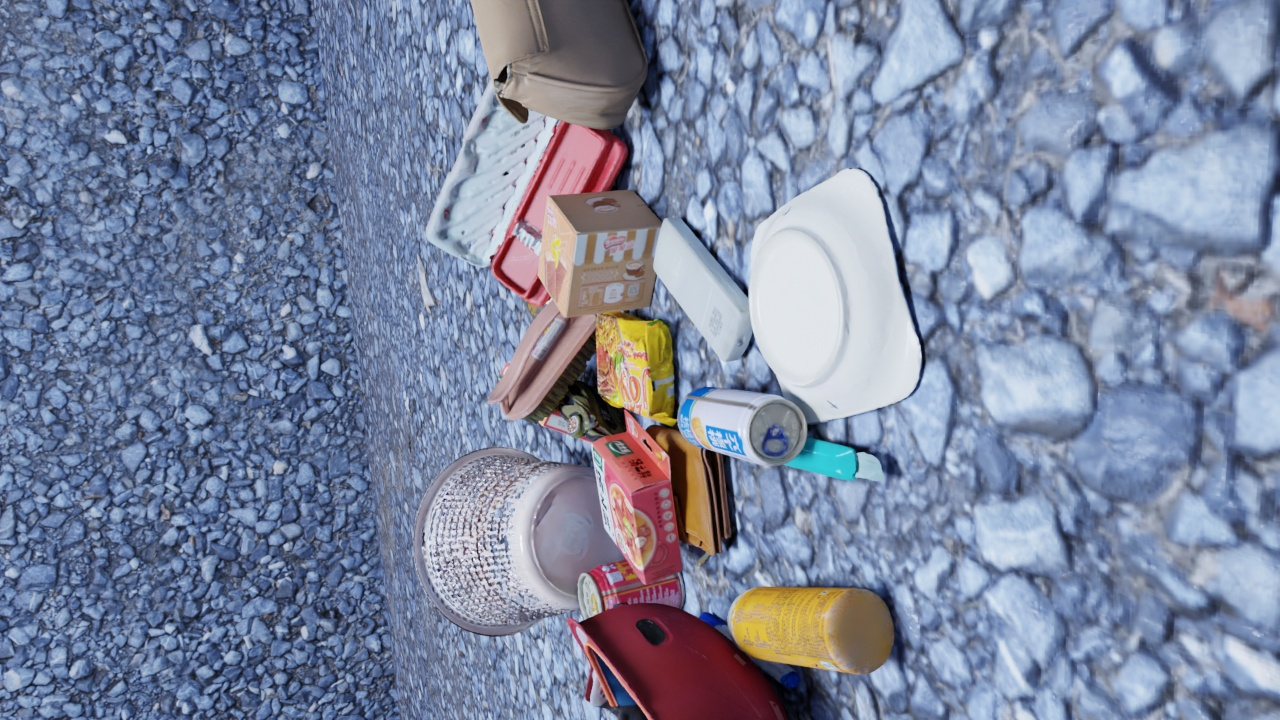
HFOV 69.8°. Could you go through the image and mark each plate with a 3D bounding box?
[{"bbox_3d":[0.121,-0.038,0.649,0.165,0.034,0.163,-29,72,62],"label":"plate"}]

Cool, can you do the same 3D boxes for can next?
[{"bbox_3d":[0.124,0.200,0.691,0.146,0.058,0.058,-28,72,64],"label":"can"},{"bbox_3d":[-0.011,0.237,0.941,0.066,0.093,0.066,32,126,58],"label":"can"},{"bbox_3d":[0.078,0.050,0.727,0.135,0.053,0.053,-176,78,-71],"label":"can"}]

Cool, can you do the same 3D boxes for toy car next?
[{"bbox_3d":[-0.062,0.051,1.019,0.042,0.070,0.158,-59,39,11],"label":"toy car"}]

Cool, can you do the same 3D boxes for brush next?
[{"bbox_3d":[-0.102,0.001,0.985,0.145,0.073,0.063,-53,39,0],"label":"brush"}]

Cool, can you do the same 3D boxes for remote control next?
[{"bbox_3d":[0.053,-0.064,0.794,0.150,0.021,0.058,57,145,41],"label":"remote control"}]

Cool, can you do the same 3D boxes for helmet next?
[{"bbox_3d":[0.044,0.300,0.775,0.207,0.143,0.240,-8,103,69],"label":"helmet"}]

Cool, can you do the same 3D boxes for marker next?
[{"bbox_3d":[0.094,0.257,0.820,0.146,0.016,0.017,12,109,63],"label":"marker"}]

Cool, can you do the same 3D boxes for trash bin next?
[{"bbox_3d":[-0.116,0.202,1.044,0.193,0.227,0.227,-17,83,52],"label":"trash bin"}]

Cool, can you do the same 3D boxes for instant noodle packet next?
[{"bbox_3d":[-0.005,0.005,0.917,0.128,0.044,0.111,20,120,61],"label":"instant noodle packet"}]

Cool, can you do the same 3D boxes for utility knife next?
[{"bbox_3d":[0.128,0.072,0.690,0.178,0.013,0.029,-175,85,-68],"label":"utility knife"}]

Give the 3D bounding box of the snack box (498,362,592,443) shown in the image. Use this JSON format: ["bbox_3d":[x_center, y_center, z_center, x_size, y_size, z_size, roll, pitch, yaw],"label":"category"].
[{"bbox_3d":[-0.111,0.050,1.107,0.027,0.077,0.156,-63,34,6],"label":"snack box"}]

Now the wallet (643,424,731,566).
[{"bbox_3d":[0.044,0.125,0.870,0.131,0.035,0.119,-175,80,-67],"label":"wallet"}]

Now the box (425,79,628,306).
[{"bbox_3d":[-0.119,-0.171,0.939,0.201,0.160,0.049,-59,0,26],"label":"box"}]

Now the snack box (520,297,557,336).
[{"bbox_3d":[-0.097,-0.092,1.074,0.125,0.053,0.113,55,144,35],"label":"snack box"}]

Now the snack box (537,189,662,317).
[{"bbox_3d":[-0.040,-0.105,0.893,0.077,0.092,0.095,56,145,43],"label":"snack box"}]

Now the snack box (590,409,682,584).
[{"bbox_3d":[-0.006,0.129,0.882,0.113,0.044,0.127,-138,37,-61],"label":"snack box"}]

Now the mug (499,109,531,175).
[{"bbox_3d":[-0.122,-0.212,1.009,0.124,0.083,0.103,-45,44,3],"label":"mug"}]

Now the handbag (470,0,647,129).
[{"bbox_3d":[-0.081,-0.303,0.851,0.100,0.147,0.204,125,135,-53],"label":"handbag"}]
